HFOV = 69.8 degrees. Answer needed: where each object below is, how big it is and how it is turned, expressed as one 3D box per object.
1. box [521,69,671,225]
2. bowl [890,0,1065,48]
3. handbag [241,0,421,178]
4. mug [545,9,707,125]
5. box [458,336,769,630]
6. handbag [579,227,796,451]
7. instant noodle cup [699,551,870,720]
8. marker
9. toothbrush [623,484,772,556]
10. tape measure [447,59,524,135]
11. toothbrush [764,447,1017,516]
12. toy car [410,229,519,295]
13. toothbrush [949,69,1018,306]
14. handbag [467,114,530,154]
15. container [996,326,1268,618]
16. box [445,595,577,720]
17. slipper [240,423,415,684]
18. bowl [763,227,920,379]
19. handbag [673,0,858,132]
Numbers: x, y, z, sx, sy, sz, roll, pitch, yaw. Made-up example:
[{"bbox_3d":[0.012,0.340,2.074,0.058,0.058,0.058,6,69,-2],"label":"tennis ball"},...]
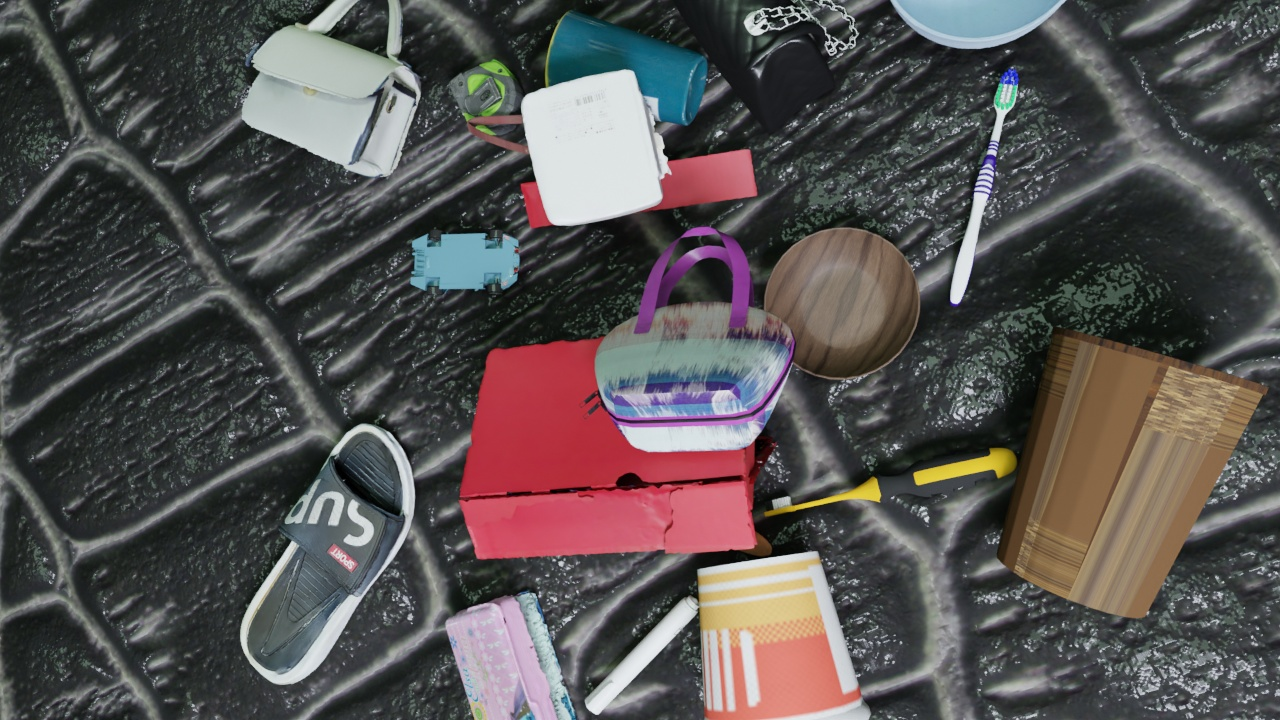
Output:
[{"bbox_3d":[-0.031,-0.169,0.747,0.102,0.101,0.108,-13,98,6],"label":"box"},{"bbox_3d":[0.256,-0.301,0.692,0.151,0.074,0.150,-1,88,17],"label":"bowl"},{"bbox_3d":[-0.281,-0.277,0.859,0.151,0.074,0.176,25,94,17],"label":"handbag"},{"bbox_3d":[-0.010,-0.242,0.774,0.121,0.078,0.078,19,93,13],"label":"mug"},{"bbox_3d":[-0.007,0.186,0.681,0.213,0.128,0.425,-6,87,15],"label":"box"},{"bbox_3d":[0.037,-0.025,0.645,0.145,0.068,0.169,-3,51,17],"label":"handbag"},{"bbox_3d":[0.099,0.213,0.696,0.123,0.123,0.121,-13,76,16],"label":"instant noodle cup"},{"bbox_3d":[0.002,0.247,0.770,0.017,0.020,0.134,45,100,18],"label":"marker"},{"bbox_3d":[0.047,0.132,0.766,0.135,0.017,0.021,21,97,15],"label":"toothbrush"},{"bbox_3d":[-0.137,-0.238,0.831,0.059,0.035,0.065,-31,78,13],"label":"tape measure"},{"bbox_3d":[0.191,0.099,0.716,0.197,0.031,0.030,-16,74,20],"label":"toothbrush"},{"bbox_3d":[-0.154,-0.088,0.832,0.108,0.027,0.060,1,87,17],"label":"toy car"},{"bbox_3d":[0.265,-0.133,0.710,0.015,0.016,0.186,14,91,17],"label":"toothbrush"},{"bbox_3d":[-0.093,-0.196,0.801,0.120,0.029,0.055,10,58,6],"label":"handbag"},{"bbox_3d":[0.323,0.076,0.628,0.132,0.132,0.167,19,98,17],"label":"container"},{"bbox_3d":[-0.094,0.317,0.789,0.085,0.063,0.230,-27,79,40],"label":"box"},{"bbox_3d":[-0.296,0.184,0.846,0.111,0.063,0.264,35,100,16],"label":"slipper"},{"bbox_3d":[0.160,-0.044,0.730,0.119,0.032,0.119,-1,87,17],"label":"bowl"},{"bbox_3d":[0.095,-0.279,0.714,0.115,0.125,0.153,-32,78,13],"label":"handbag"}]
